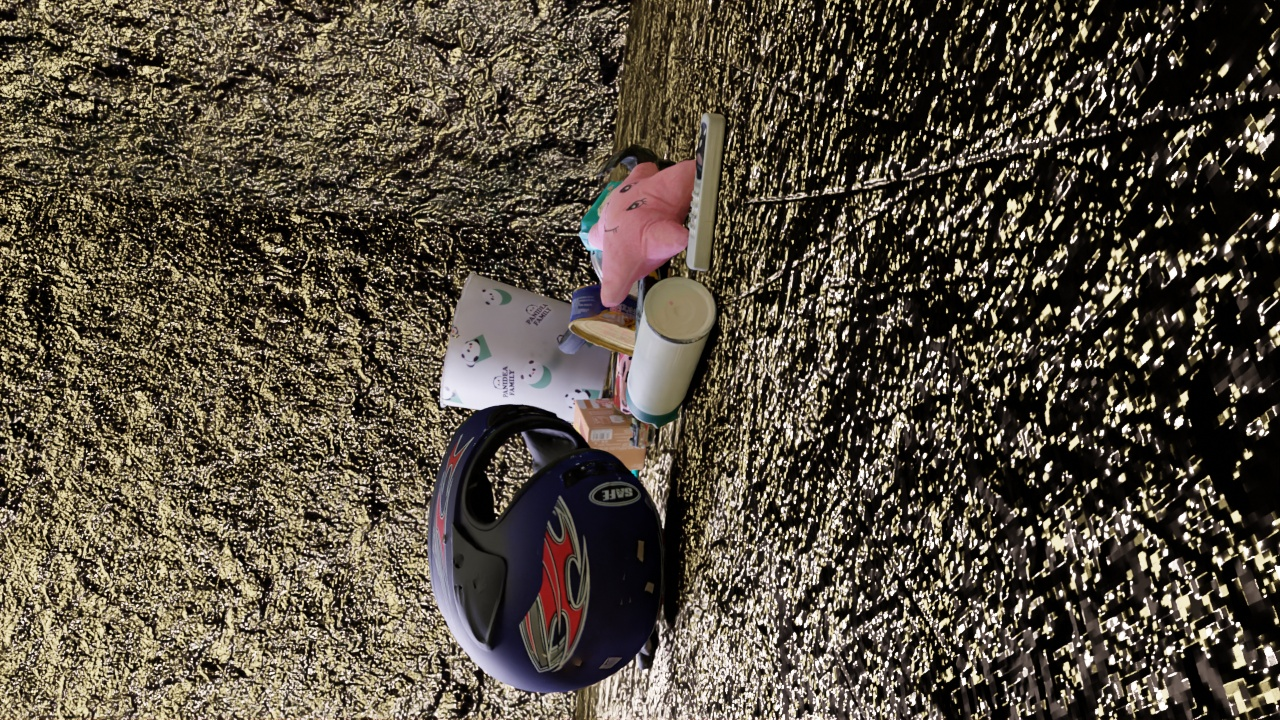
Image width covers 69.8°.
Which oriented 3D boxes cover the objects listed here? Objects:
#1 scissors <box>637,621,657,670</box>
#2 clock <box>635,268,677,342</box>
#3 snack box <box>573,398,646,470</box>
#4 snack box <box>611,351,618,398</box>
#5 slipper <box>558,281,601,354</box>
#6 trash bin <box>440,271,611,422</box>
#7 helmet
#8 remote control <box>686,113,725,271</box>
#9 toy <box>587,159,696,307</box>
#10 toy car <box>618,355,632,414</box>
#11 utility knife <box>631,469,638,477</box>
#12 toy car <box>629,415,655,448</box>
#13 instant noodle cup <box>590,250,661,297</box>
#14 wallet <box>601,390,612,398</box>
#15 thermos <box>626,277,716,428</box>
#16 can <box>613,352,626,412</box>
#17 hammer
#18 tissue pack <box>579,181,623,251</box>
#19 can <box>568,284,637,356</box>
[{"bbox_3d":[0.001,0.286,1.168,0.234,0.021,0.143,-99,14,-69],"label":"scissors"},{"bbox_3d":[0.023,-0.041,1.035,0.082,0.055,0.122,-110,24,-77],"label":"clock"},{"bbox_3d":[-0.047,0.111,1.378,0.094,0.092,0.077,-122,34,-60],"label":"snack box"},{"bbox_3d":[-0.020,0.020,1.519,0.177,0.046,0.183,-91,7,-46],"label":"snack box"},{"bbox_3d":[-0.038,-0.089,1.443,0.111,0.083,0.267,-43,12,47],"label":"slipper"},{"bbox_3d":[-0.179,-0.008,1.516,0.229,0.252,0.229,-171,94,-87],"label":"trash bin"},{"bbox_3d":[-0.091,0.206,1.021,0.241,0.246,0.315,-2,90,42],"label":"helmet"},{"bbox_3d":[0.062,-0.164,0.894,0.058,0.021,0.150,-105,20,-75],"label":"remote control"},{"bbox_3d":[0.008,-0.163,1.019,0.179,0.074,0.194,-41,34,24],"label":"toy"},{"bbox_3d":[-0.002,0.029,1.261,0.122,0.056,0.037,-93,2,-54],"label":"toy car"},{"bbox_3d":[-0.001,0.099,1.417,0.029,0.013,0.223,-101,14,-66],"label":"utility knife"},{"bbox_3d":[0.002,0.088,1.261,0.090,0.035,0.042,-98,15,-70],"label":"toy car"},{"bbox_3d":[-0.015,-0.133,1.299,0.173,0.060,0.138,-96,-20,-59],"label":"instant noodle cup"},{"bbox_3d":[-0.054,0.122,1.494,0.096,0.020,0.122,105,163,-64],"label":"wallet"},{"bbox_3d":[0.023,-0.001,0.921,0.225,0.073,0.073,104,169,-64],"label":"thermos"},{"bbox_3d":[-0.008,0.008,1.346,0.053,0.053,0.133,-102,17,-73],"label":"can"},{"bbox_3d":[0.006,-0.114,1.126,0.032,0.126,0.323,-18,69,43],"label":"hammer"},{"bbox_3d":[-0.018,-0.190,1.228,0.133,0.093,0.050,-65,-24,-47],"label":"tissue pack"},{"bbox_3d":[-0.024,-0.047,1.151,0.075,0.148,0.049,-15,63,44],"label":"can"}]
